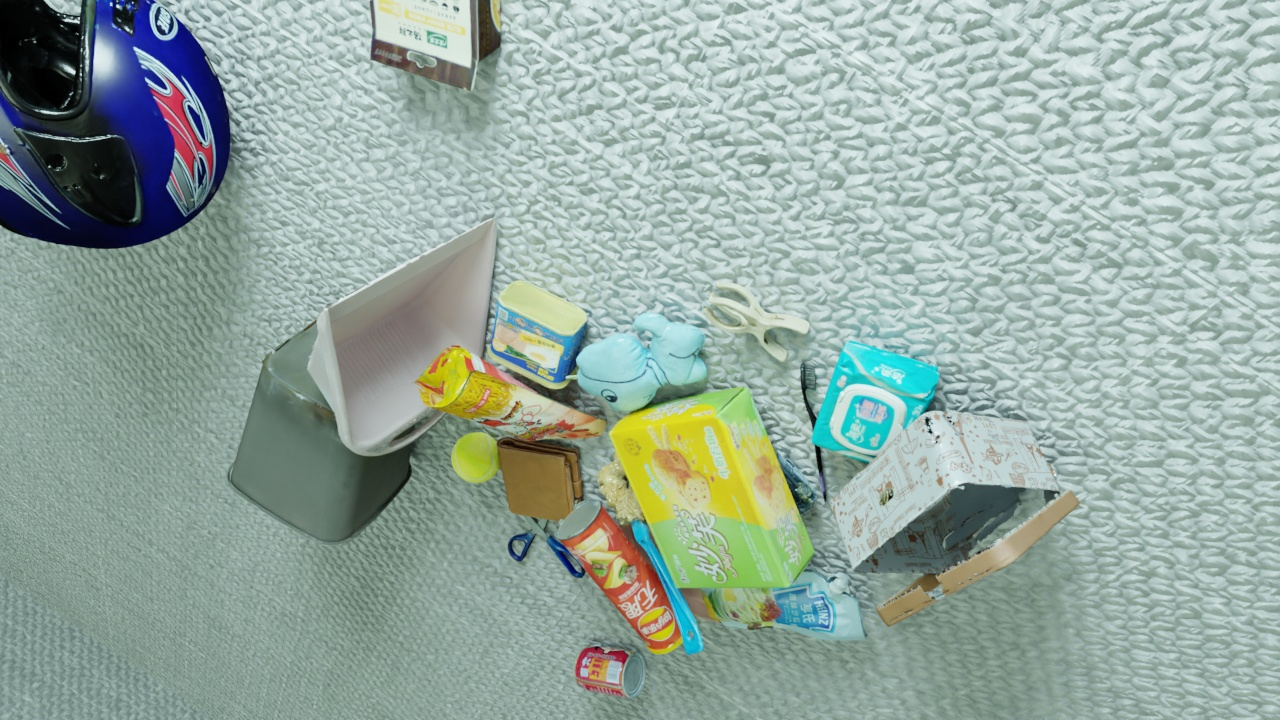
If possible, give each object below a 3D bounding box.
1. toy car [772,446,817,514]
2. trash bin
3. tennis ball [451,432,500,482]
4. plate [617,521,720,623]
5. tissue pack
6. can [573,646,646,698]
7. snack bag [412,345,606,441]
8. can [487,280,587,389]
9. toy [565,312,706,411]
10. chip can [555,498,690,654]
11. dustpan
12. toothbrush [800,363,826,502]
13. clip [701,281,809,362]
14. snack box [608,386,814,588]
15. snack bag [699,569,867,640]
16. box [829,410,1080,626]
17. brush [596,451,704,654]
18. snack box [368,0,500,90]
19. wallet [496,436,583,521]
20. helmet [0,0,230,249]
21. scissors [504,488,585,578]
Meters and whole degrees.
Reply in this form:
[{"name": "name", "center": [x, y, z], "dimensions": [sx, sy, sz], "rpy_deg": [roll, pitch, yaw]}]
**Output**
[{"name": "toy car", "center": [0.154, 0.127, 1.003], "dimensions": [0.090, 0.034, 0.043], "rpy_deg": [46, 137, 6]}, {"name": "trash bin", "center": [-0.399, 0.081, 1.185], "dimensions": [0.198, 0.198, 0.220], "rpy_deg": [29, 129, 5]}, {"name": "tennis ball", "center": [-0.213, 0.126, 1.194], "dimensions": [0.065, 0.065, 0.066], "rpy_deg": [16, 133, 18]}, {"name": "plate", "center": [0.079, 0.246, 1.151], "dimensions": [0.230, 0.028, 0.230], "rpy_deg": [16, 133, 17]}, {"name": "tissue pack", "center": [0.223, 0.048, 0.885], "dimensions": [0.093, 0.050, 0.134], "rpy_deg": [19, 134, 13]}, {"name": "can", "center": [-0.047, 0.468, 1.383], "dimensions": [0.094, 0.066, 0.066], "rpy_deg": [-3, 125, 32]}, {"name": "snack bag", "center": [-0.149, 0.053, 1.052], "dimensions": [0.129, 0.073, 0.207], "rpy_deg": [-11, 152, 36]}, {"name": "can", "center": [-0.113, -0.029, 1.012], "dimensions": [0.102, 0.057, 0.083], "rpy_deg": [26, 133, 9]}, {"name": "toy", "center": [-0.006, 0.006, 0.980], "dimensions": [0.156, 0.049, 0.162], "rpy_deg": [5, 139, 12]}, {"name": "chip can", "center": [-0.018, 0.275, 1.162], "dimensions": [0.073, 0.073, 0.216], "rpy_deg": [-18, 116, 39]}, {"name": "dustpan", "center": [-0.240, -0.007, 1.001], "dimensions": [0.139, 0.221, 0.274], "rpy_deg": [54, 146, -2]}, {"name": "toothbrush", "center": [0.185, 0.079, 0.960], "dimensions": [0.017, 0.014, 0.189], "rpy_deg": [-4, 125, 18]}, {"name": "clip", "center": [0.110, -0.040, 0.891], "dimensions": [0.100, 0.034, 0.071], "rpy_deg": [31, 135, -3]}, {"name": "snack box", "center": [0.077, 0.144, 1.001], "dimensions": [0.158, 0.069, 0.210], "rpy_deg": [-13, 105, 41]}, {"name": "snack bag", "center": [0.167, 0.286, 1.090], "dimensions": [0.191, 0.038, 0.110], "rpy_deg": [-1, 115, 29]}, {"name": "box", "center": [0.291, 0.160, 0.846], "dimensions": [0.146, 0.148, 0.182], "rpy_deg": [8, 140, -22]}, {"name": "brush", "center": [0.017, 0.224, 1.086], "dimensions": [0.083, 0.045, 0.254], "rpy_deg": [-28, 82, 33]}, {"name": "snack box", "center": [-0.185, -0.320, 0.811], "dimensions": [0.113, 0.053, 0.126], "rpy_deg": [21, 135, 13]}, {"name": "wallet", "center": [-0.128, 0.157, 1.188], "dimensions": [0.108, 0.031, 0.132], "rpy_deg": [8, 134, 12]}, {"name": "helmet", "center": [-0.559, -0.269, 0.936], "dimensions": [0.240, 0.247, 0.316], "rpy_deg": [-15, 137, -11]}, {"name": "scissors", "center": [-0.143, 0.248, 1.293], "dimensions": [0.175, 0.012, 0.163], "rpy_deg": [48, 133, -10]}]
